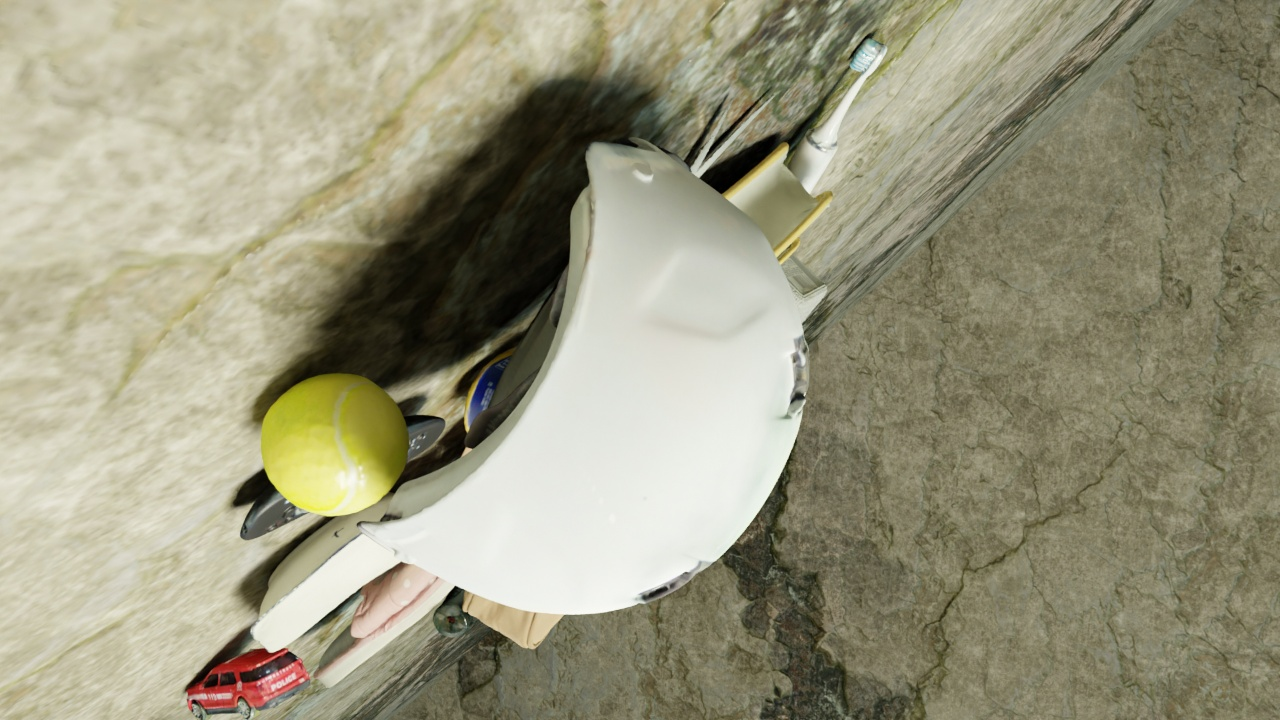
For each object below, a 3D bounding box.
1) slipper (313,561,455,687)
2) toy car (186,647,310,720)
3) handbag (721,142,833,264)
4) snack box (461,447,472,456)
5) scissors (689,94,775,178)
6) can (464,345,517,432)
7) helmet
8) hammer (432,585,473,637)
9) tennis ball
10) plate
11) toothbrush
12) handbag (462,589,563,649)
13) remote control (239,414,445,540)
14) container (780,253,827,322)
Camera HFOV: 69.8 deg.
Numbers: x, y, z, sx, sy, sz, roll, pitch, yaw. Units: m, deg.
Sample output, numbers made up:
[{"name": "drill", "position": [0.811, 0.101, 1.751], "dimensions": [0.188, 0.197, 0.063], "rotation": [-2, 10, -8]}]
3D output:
[{"name": "slipper", "position": [-0.220, 0.208, 0.842], "dimensions": [0.275, 0.054, 0.114], "rotation": [-42, -174, 25]}, {"name": "toy car", "position": [-0.317, 0.258, 0.736], "dimensions": [0.121, 0.045, 0.052], "rotation": [-20, 178, 32]}, {"name": "handbag", "position": [0.044, -0.060, 0.667], "dimensions": [0.162, 0.063, 0.179], "rotation": [-42, 179, -36]}, {"name": "snack box", "position": [-0.107, 0.073, 0.730], "dimensions": [0.084, 0.026, 0.157], "rotation": [-64, 173, -8]}, {"name": "scissors", "position": [0.019, -0.097, 0.584], "dimensions": [0.178, 0.014, 0.159], "rotation": [-41, 171, -4]}, {"name": "can", "position": [-0.059, 0.027, 0.642], "dimensions": [0.147, 0.049, 0.075], "rotation": [-15, 123, -62]}, {"name": "helmet", "position": [-0.005, 0.020, 0.445], "dimensions": [0.229, 0.146, 0.258], "rotation": [-58, -176, -1]}, {"name": "hammer", "position": [-0.143, 0.181, 0.919], "dimensions": [0.129, 0.033, 0.300], "rotation": [-46, -174, 16]}, {"name": "tennis ball", "position": [-0.140, 0.038, 0.423], "dimensions": [0.065, 0.065, 0.065], "rotation": [-39, 170, -8]}, {"name": "plate", "position": [-0.221, 0.147, 0.688], "dimensions": [0.164, 0.034, 0.164], "rotation": [-36, 169, -27]}, {"name": "toothbrush", "position": [0.123, -0.143, 0.684], "dimensions": [0.222, 0.026, 0.026], "rotation": [118, -13, -48]}, {"name": "handbag", "position": [-0.065, 0.125, 0.715], "dimensions": [0.148, 0.100, 0.204], "rotation": [-66, 170, 12]}, {"name": "remote control", "position": [-0.170, 0.060, 0.527], "dimensions": [0.136, 0.024, 0.053], "rotation": [-28, 165, -48]}, {"name": "container", "position": [0.121, -0.055, 0.947], "dimensions": [0.115, 0.090, 0.090], "rotation": [-51, 167, 32]}]
